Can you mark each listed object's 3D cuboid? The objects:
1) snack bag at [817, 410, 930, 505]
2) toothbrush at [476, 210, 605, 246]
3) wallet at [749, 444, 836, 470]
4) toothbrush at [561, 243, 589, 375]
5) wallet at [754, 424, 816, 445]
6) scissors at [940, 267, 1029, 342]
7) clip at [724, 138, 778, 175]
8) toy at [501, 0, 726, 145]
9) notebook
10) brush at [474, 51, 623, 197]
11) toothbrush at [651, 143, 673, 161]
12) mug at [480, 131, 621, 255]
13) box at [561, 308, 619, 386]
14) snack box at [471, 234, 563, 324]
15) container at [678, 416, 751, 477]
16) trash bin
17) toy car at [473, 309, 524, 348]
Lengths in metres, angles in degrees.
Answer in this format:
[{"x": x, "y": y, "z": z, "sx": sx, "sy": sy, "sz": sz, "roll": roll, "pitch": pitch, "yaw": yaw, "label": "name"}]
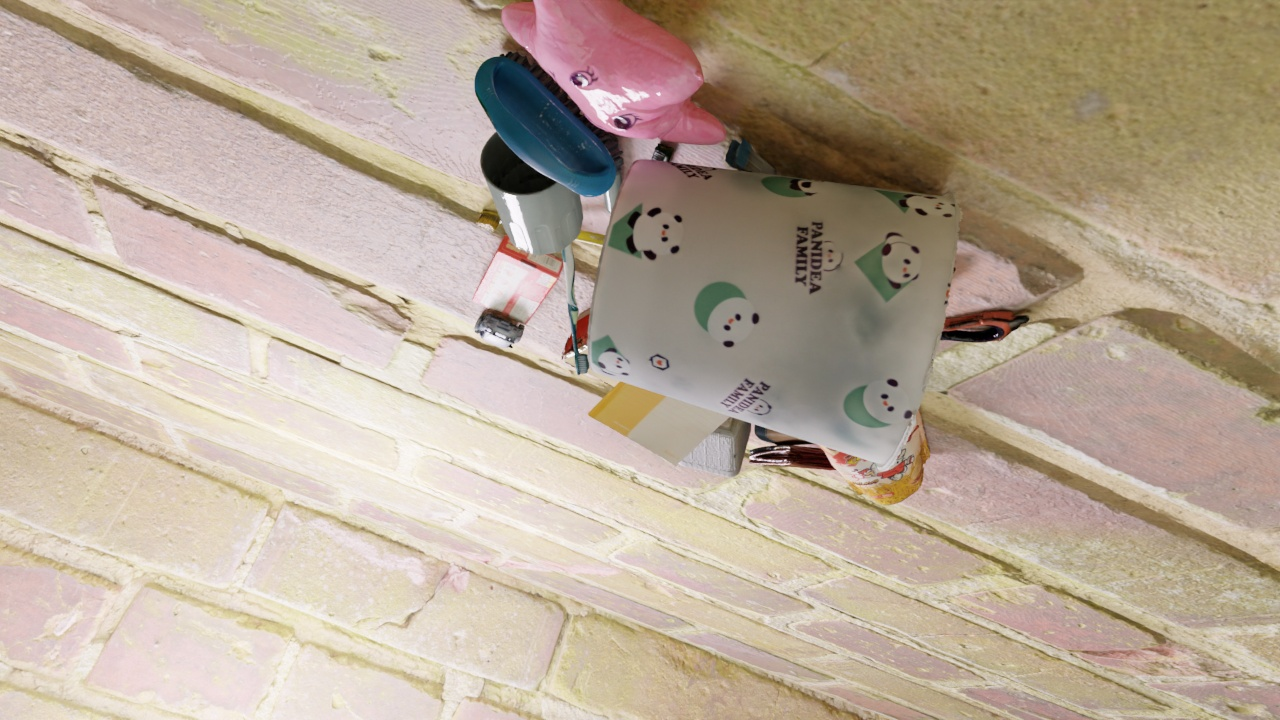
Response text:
[{"x": 0.292, "y": 0.106, "z": 1.126, "sx": 0.129, "sy": 0.073, "sz": 0.208, "roll": -28, "pitch": 144, "yaw": 9, "label": "snack bag"}, {"x": -0.090, "y": -0.132, "z": 0.954, "sx": 0.190, "sy": 0.016, "sz": 0.016, "roll": 14, "pitch": 153, "yaw": 24, "label": "toothbrush"}, {"x": 0.221, "y": 0.131, "z": 1.232, "sx": 0.124, "sy": 0.032, "sz": 0.101, "roll": 7, "pitch": 172, "yaw": -25, "label": "wallet"}, {"x": -0.073, "y": -0.061, "z": 1.027, "sx": 0.018, "sy": 0.016, "sz": 0.192, "roll": 4, "pitch": 127, "yaw": 9, "label": "toothbrush"}, {"x": 0.217, "y": 0.091, "z": 1.185, "sx": 0.115, "sy": 0.033, "sz": 0.090, "roll": -5, "pitch": 168, "yaw": 37, "label": "wallet"}, {"x": 0.280, "y": -0.035, "z": 0.925, "sx": 0.227, "sy": 0.015, "sz": 0.189, "roll": -2, "pitch": 148, "yaw": 36, "label": "scissors"}, {"x": 0.095, "y": -0.165, "z": 0.780, "sx": 0.057, "sy": 0.025, "sz": 0.036, "roll": 29, "pitch": 162, "yaw": -38, "label": "clip"}, {"x": -0.017, "y": -0.219, "z": 0.670, "sx": 0.194, "sy": 0.074, "sz": 0.179, "roll": 37, "pitch": 170, "yaw": -40, "label": "toy"}, {"x": 0.056, "y": 0.034, "z": 1.095, "sx": 0.146, "sy": 0.010, "sz": 0.207, "roll": 32, "pitch": 119, "yaw": -27, "label": "notebook"}, {"x": -0.080, "y": -0.189, "z": 0.751, "sx": 0.144, "sy": 0.073, "sz": 0.055, "roll": 44, "pitch": 130, "yaw": -7, "label": "brush"}, {"x": 0.003, "y": -0.151, "z": 0.883, "sx": 0.017, "sy": 0.012, "sz": 0.186, "roll": 26, "pitch": 155, "yaw": -2, "label": "toothbrush"}, {"x": -0.078, "y": -0.161, "z": 0.853, "sx": 0.124, "sy": 0.083, "sz": 0.103, "roll": -9, "pitch": 154, "yaw": -1, "label": "mug"}, {"x": -0.007, "y": 0.007, "z": 1.131, "sx": 0.168, "sy": 0.078, "sz": 0.092, "roll": 28, "pitch": 155, "yaw": -22, "label": "box"}, {"x": -0.147, "y": -0.092, "z": 1.086, "sx": 0.075, "sy": 0.025, "sz": 0.153, "roll": 24, "pitch": 154, "yaw": -12, "label": "snack box"}, {"x": 0.096, "y": 0.085, "z": 1.212, "sx": 0.090, "sy": 0.090, "sz": 0.114, "roll": 12, "pitch": 151, "yaw": 12, "label": "container"}, {"x": 0.101, "y": -0.051, "z": 0.754, "sx": 0.252, "sy": 0.229, "sz": 0.230, "roll": 14, "pitch": 155, "yaw": 7, "label": "trash bin"}, {"x": -0.186, "y": -0.037, "z": 1.188, "sx": 0.054, "sy": 0.036, "sz": 0.121, "roll": 23, "pitch": 174, "yaw": -15, "label": "toy car"}]
